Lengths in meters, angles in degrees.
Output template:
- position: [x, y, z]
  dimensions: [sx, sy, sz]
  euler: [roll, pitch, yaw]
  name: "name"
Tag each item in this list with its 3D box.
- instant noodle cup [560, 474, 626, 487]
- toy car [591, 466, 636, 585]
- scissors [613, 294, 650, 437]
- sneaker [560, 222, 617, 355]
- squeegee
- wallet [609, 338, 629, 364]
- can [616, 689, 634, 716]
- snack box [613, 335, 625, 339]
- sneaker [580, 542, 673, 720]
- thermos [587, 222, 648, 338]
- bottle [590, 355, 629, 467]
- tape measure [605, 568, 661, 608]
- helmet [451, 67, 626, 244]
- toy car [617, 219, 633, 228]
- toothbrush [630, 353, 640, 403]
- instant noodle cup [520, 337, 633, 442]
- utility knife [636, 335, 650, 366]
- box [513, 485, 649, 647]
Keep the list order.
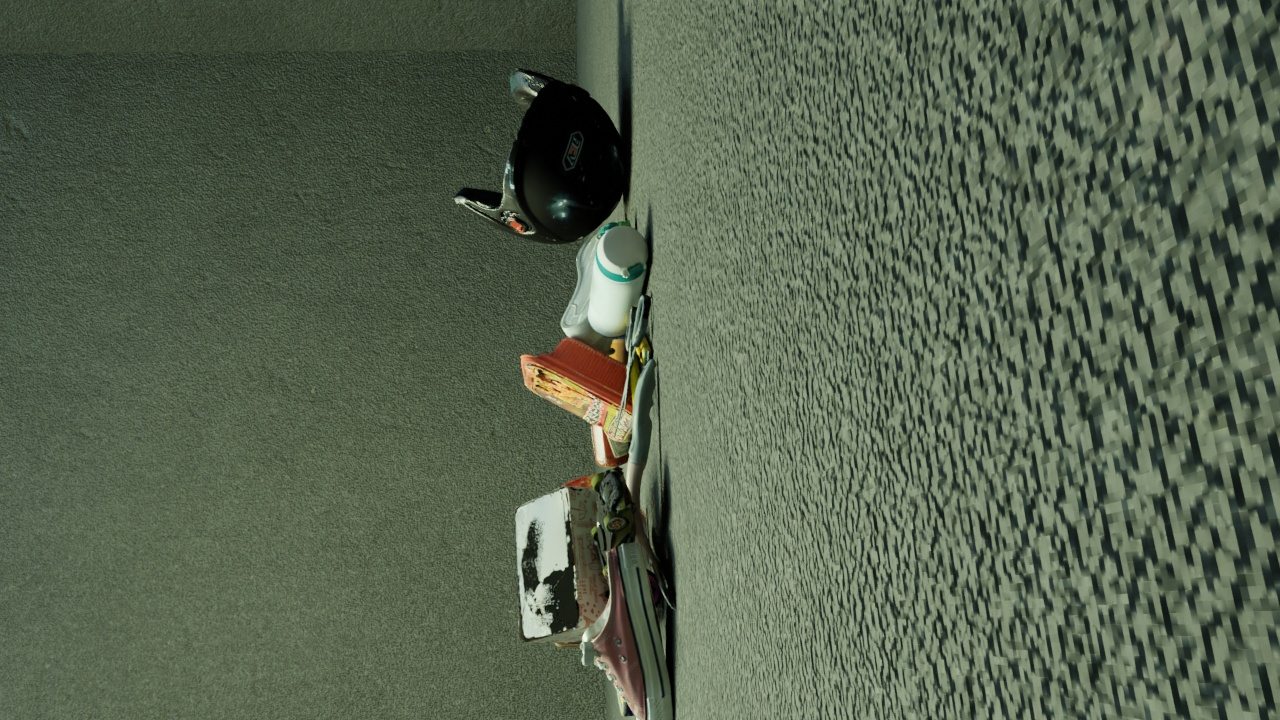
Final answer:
- position: [-0.070, 0.261, 1.435]
  dimensions: [0.137, 0.138, 0.109]
  euler: [-101, 2, -63]
  name: "instant noodle cup"
- position: [-0.030, 0.187, 1.026]
  dimensions: [0.070, 0.042, 0.158]
  euler: [-112, 21, -45]
  name: "toy car"
- position: [-0.012, 0.000, 1.098]
  dimensions: [0.159, 0.014, 0.176]
  euler: [-92, 17, -56]
  name: "scissors"
- position: [-0.048, -0.105, 1.362]
  dimensions: [0.091, 0.090, 0.241]
  euler: [47, -142, -34]
  name: "sneaker"
- position: [0.003, 0.123, 1.046]
  dimensions: [0.247, 0.040, 0.249]
  euler: [-137, 46, -83]
  name: "squeegee"
- position: [-0.032, 0.032, 1.427]
  dimensions: [0.119, 0.035, 0.130]
  euler: [-170, 80, -85]
  name: "wallet"
- position: [-0.004, 0.409, 1.177]
  dimensions: [0.148, 0.049, 0.074]
  euler: [150, 117, -84]
  name: "can"
- position: [-0.040, 0.009, 1.548]
  dimensions: [0.084, 0.026, 0.157]
  euler: [-104, 13, -65]
  name: "snack box"
- position: [-0.019, 0.313, 1.003]
  dimensions: [0.118, 0.088, 0.241]
  euler: [-104, 4, -72]
  name: "sneaker"
- position: [-0.030, -0.099, 1.152]
  dimensions: [0.224, 0.073, 0.073]
  euler: [106, 162, -71]
  name: "thermos"
- position: [-0.057, 0.070, 1.496]
  dimensions: [0.059, 0.060, 0.206]
  euler: [-118, 21, -79]
  name: "bottle"
- position: [-0.004, 0.269, 1.067]
  dimensions: [0.057, 0.057, 0.039]
  euler: [45, 170, -5]
  name: "tape measure"
- position: [-0.131, -0.289, 1.358]
  dimensions: [0.275, 0.230, 0.233]
  euler: [178, 115, -79]
  name: "helmet"
- position: [-0.022, -0.145, 1.245]
  dimensions: [0.043, 0.036, 0.091]
  euler: [133, 131, -81]
  name: "toy car"
- position: [-0.007, 0.007, 1.246]
  dimensions: [0.017, 0.015, 0.189]
  euler: [102, 166, -46]
  name: "toothbrush"
- position: [-0.075, 0.036, 1.302]
  dimensions: [0.079, 0.189, 0.165]
  euler: [-63, -3, -18]
  name: "instant noodle cup"
- position: [-0.001, -0.021, 1.151]
  dimensions: [0.164, 0.015, 0.033]
  euler: [-114, 20, -76]
  name: "utility knife"
- position: [-0.056, 0.269, 1.170]
  dimensions: [0.154, 0.180, 0.182]
  euler: [-30, 58, 45]
  name: "box"
